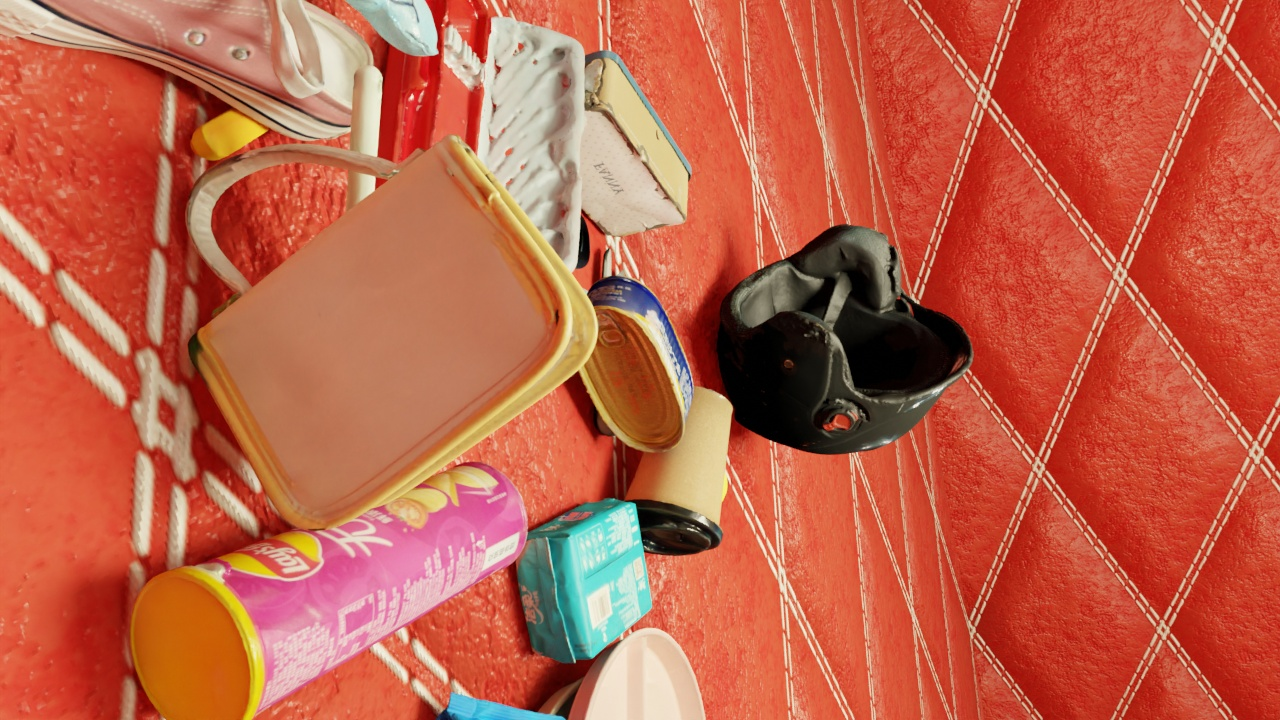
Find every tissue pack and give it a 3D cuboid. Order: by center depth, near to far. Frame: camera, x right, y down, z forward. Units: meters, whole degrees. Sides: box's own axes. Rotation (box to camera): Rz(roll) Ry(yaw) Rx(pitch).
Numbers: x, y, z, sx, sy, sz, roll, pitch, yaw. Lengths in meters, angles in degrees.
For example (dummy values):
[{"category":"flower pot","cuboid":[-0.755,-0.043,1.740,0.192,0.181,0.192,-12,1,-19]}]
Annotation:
[{"category":"tissue pack","cuboid":[-0.086,0.275,0.522,0.095,0.052,0.156,33,51,-33]},{"category":"tissue pack","cuboid":[-0.039,0.159,0.685,0.133,0.050,0.093,-10,91,-65]}]

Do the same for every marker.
[{"category":"marker","cuboid":[-0.194,-0.135,0.484,0.018,0.015,0.123,63,28,-27]}]

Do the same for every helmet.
[{"category":"helmet","cuboid":[0.217,-0.004,1.029,0.232,0.275,0.231,-51,156,-44]}]

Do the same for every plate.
[{"category":"plate","cuboid":[-0.039,0.344,0.658,0.230,0.028,0.230,29,58,-60]},{"category":"plate","cuboid":[-0.001,0.318,0.680,0.229,0.028,0.229,33,53,-58]}]

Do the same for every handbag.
[{"category":"handbag","cuboid":[-0.127,-0.033,0.426,0.178,0.163,0.063,55,8,7]}]

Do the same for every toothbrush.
[{"category":"toothbrush","cuboid":[-0.142,-0.054,0.467,0.029,0.020,0.190,-84,-175,-62]}]

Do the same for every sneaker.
[{"category":"sneaker","cuboid":[-0.194,-0.167,0.388,0.240,0.088,0.118,19,60,-57]}]

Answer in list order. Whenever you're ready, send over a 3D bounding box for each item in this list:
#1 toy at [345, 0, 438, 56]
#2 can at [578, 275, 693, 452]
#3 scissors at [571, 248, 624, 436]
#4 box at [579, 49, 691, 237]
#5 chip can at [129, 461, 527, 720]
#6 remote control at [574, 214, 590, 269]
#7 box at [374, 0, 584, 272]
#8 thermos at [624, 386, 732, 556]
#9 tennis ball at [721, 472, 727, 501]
[{"category":"toy","cuboid":[-0.170,-0.232,0.474,0.156,0.050,0.161,52,9,30]},{"category":"can","cuboid":[-0.004,0.004,0.733,0.049,0.075,0.148,-70,144,-49]},{"category":"scissors","cuboid":[-0.030,-0.012,0.793,0.172,0.019,0.176,68,28,-26]},{"category":"box","cuboid":[-0.022,-0.171,0.773,0.184,0.090,0.063,45,43,-56]},{"category":"chip can","cuboid":[-0.140,0.107,0.463,0.210,0.071,0.071,-16,98,-65]},{"category":"remote control","cuboid":[-0.069,-0.103,0.727,0.136,0.024,0.053,5,79,-64]},{"category":"box","cuboid":[-0.106,-0.162,0.623,0.160,0.064,0.200,20,63,-41]},{"category":"thermos","cuboid":[0.035,0.098,0.795,0.093,0.093,0.143,51,46,-48]},{"category":"tennis ball","cuboid":[0.050,0.116,0.867,0.065,0.066,0.065,29,57,-60]}]
